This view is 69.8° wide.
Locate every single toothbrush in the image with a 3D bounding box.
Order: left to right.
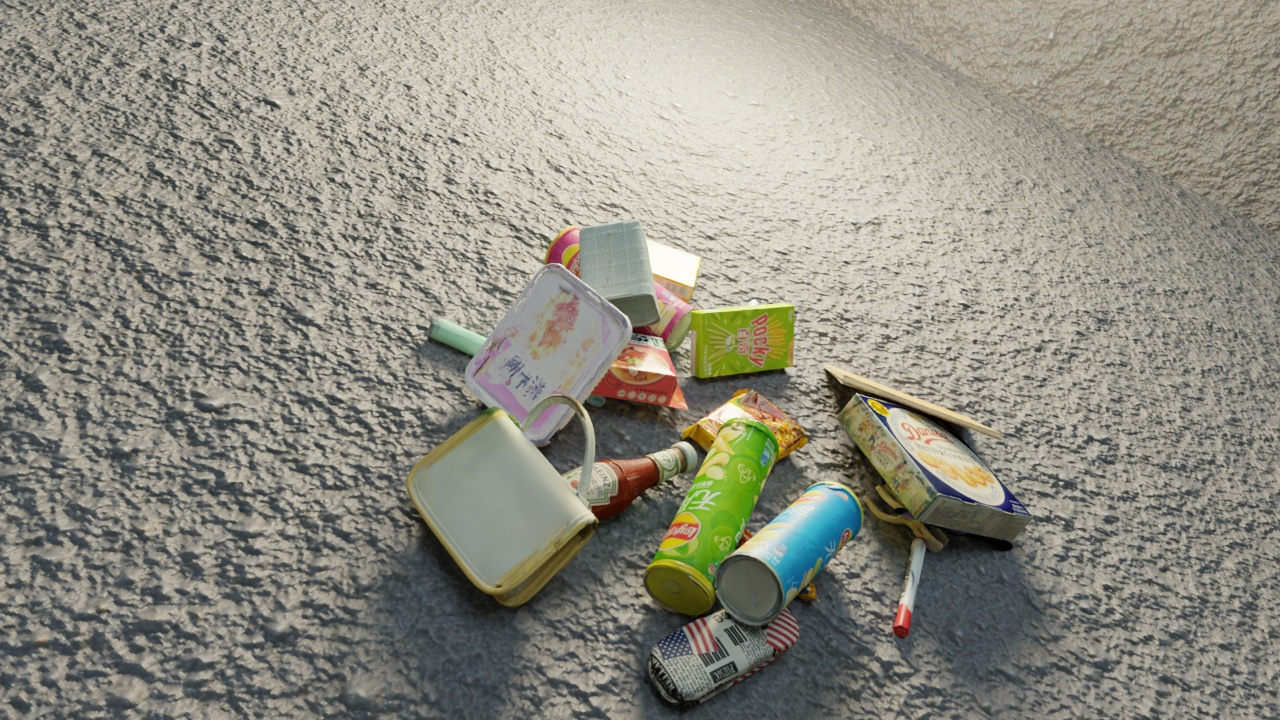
[{"bbox_3d":[-0.144,0.004,1.075,0.224,0.027,0.027,24,29,3],"label":"toothbrush"},{"bbox_3d":[0.362,0.193,1.059,0.189,0.014,0.016,20,24,-25],"label":"toothbrush"}]

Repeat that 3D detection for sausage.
[{"bbox_3d":[0.121,0.199,0.962,0.165,0.022,0.021,37,40,20],"label":"sausage"}]

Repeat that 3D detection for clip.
[{"bbox_3d":[0.302,0.179,1.065,0.094,0.035,0.102,3,48,-28],"label":"clip"}]

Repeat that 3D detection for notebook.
[{"bbox_3d":[0.350,0.051,1.205,0.211,0.012,0.149,20,7,0],"label":"notebook"}]

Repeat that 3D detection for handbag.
[{"bbox_3d":[-0.106,0.118,0.857,0.178,0.063,0.163,-40,61,-9],"label":"handbag"}]

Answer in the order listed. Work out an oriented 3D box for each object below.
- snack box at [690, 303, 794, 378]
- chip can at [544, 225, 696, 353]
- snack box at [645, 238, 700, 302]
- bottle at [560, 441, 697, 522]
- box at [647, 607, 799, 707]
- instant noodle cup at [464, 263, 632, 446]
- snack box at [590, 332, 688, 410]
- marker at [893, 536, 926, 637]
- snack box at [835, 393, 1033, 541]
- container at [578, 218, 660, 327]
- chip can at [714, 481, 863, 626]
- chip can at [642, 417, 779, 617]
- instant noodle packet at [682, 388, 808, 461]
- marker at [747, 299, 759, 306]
[{"bbox_3d":[0.135,-0.027,1.199,0.156,0.086,0.026,-6,12,-31],"label":"snack box"},{"bbox_3d":[-0.027,-0.095,1.215,0.210,0.072,0.071,36,40,19],"label":"chip can"},{"bbox_3d":[0.013,-0.138,1.321,0.140,0.034,0.086,20,37,-3],"label":"snack box"},{"bbox_3d":[-0.024,0.128,0.950,0.205,0.060,0.060,-16,51,-38],"label":"bottle"},{"bbox_3d":[0.077,0.267,0.848,0.164,0.060,0.072,-11,28,-36],"label":"box"},{"bbox_3d":[-0.094,-0.003,1.013,0.138,0.173,0.060,40,7,22],"label":"instant noodle cup"},{"bbox_3d":[-0.007,0.006,1.100,0.127,0.044,0.113,10,23,-14],"label":"snack box"},{"bbox_3d":[0.293,0.242,0.995,0.017,0.017,0.144,27,38,8],"label":"marker"},{"bbox_3d":[0.347,0.126,1.090,0.177,0.046,0.182,16,29,-34],"label":"snack box"},{"bbox_3d":[-0.028,-0.107,1.135,0.090,0.090,0.111,-7,68,6],"label":"container"},{"bbox_3d":[0.152,0.185,0.908,0.071,0.071,0.209,37,29,20],"label":"chip can"},{"bbox_3d":[0.078,0.150,0.931,0.072,0.073,0.220,26,47,7],"label":"chip can"},{"bbox_3d":[0.124,0.088,1.085,0.111,0.044,0.128,36,40,25],"label":"instant noodle packet"},{"bbox_3d":[0.145,-0.046,1.280,0.017,0.017,0.145,24,37,4],"label":"marker"}]
